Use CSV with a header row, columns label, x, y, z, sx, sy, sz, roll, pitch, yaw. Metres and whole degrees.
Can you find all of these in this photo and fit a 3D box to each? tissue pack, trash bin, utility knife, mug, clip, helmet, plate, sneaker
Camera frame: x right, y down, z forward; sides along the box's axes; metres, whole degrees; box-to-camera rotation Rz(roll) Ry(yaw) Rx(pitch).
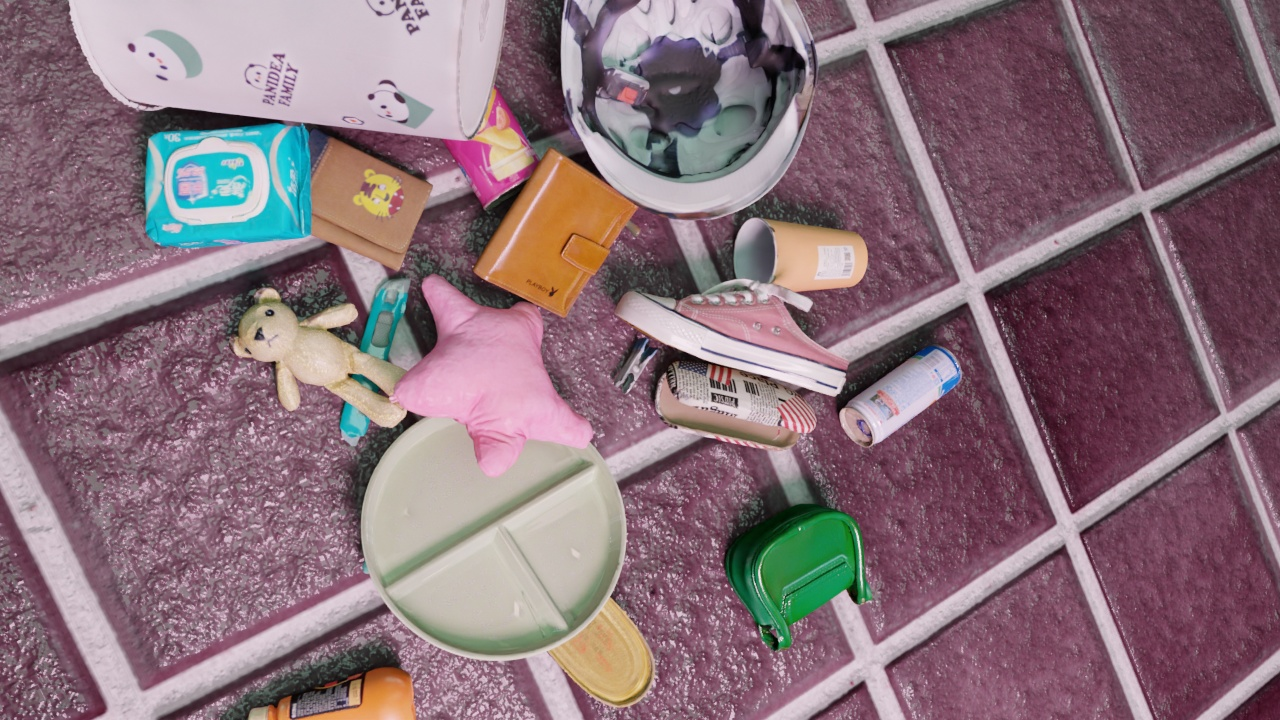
label,x,y,z,sx,sy,sz,roll,pitch,yaw
tissue pack,-0.329,-0.141,0.744,0.133,0.050,0.093,-4,87,4
trash bin,-0.237,-0.277,0.682,0.252,0.230,0.229,11,81,-3
utility knife,-0.235,-0.002,0.809,0.029,0.013,0.157,15,80,-12
mug,0.167,-0.105,0.941,0.122,0.078,0.078,-2,86,-25
clip,-0.005,0.006,0.891,0.038,0.026,0.058,39,74,-22
helmet,0.042,-0.255,0.858,0.229,0.146,0.258,-16,94,3
plate,-0.124,0.143,0.795,0.230,0.028,0.229,9,60,-17
sneaker,0.096,-0.037,0.884,0.241,0.118,0.088,17,92,-13

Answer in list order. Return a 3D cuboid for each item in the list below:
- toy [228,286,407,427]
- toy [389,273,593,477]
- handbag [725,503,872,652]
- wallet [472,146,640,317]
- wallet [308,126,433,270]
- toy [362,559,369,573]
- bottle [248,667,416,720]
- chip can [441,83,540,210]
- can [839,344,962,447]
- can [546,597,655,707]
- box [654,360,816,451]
label,x,y,z,sx,sy,sz,roll,pitch,yaw
toy,-0.264,0.002,0.770,0.157,0.066,0.105,30,93,-8
toy,-0.139,0.008,0.791,0.178,0.075,0.194,-10,68,-44
handbag,0.161,0.211,0.912,0.131,0.068,0.120,-26,96,-21
wallet,-0.072,-0.112,0.840,0.119,0.035,0.131,26,103,-34
wallet,-0.251,-0.140,0.807,0.115,0.033,0.090,24,77,-21
toy,-0.190,0.148,0.807,0.092,0.030,0.096,20,71,-23
bottle,-0.262,0.296,0.752,0.149,0.067,0.066,-7,88,-14
chip can,-0.167,-0.244,0.825,0.071,0.071,0.210,-34,98,-20
can,0.277,0.037,0.979,0.134,0.053,0.053,-32,97,-20
can,-0.051,0.249,0.838,0.074,0.049,0.148,-44,101,-19
box,0.099,0.037,0.897,0.163,0.082,0.075,15,65,-17
